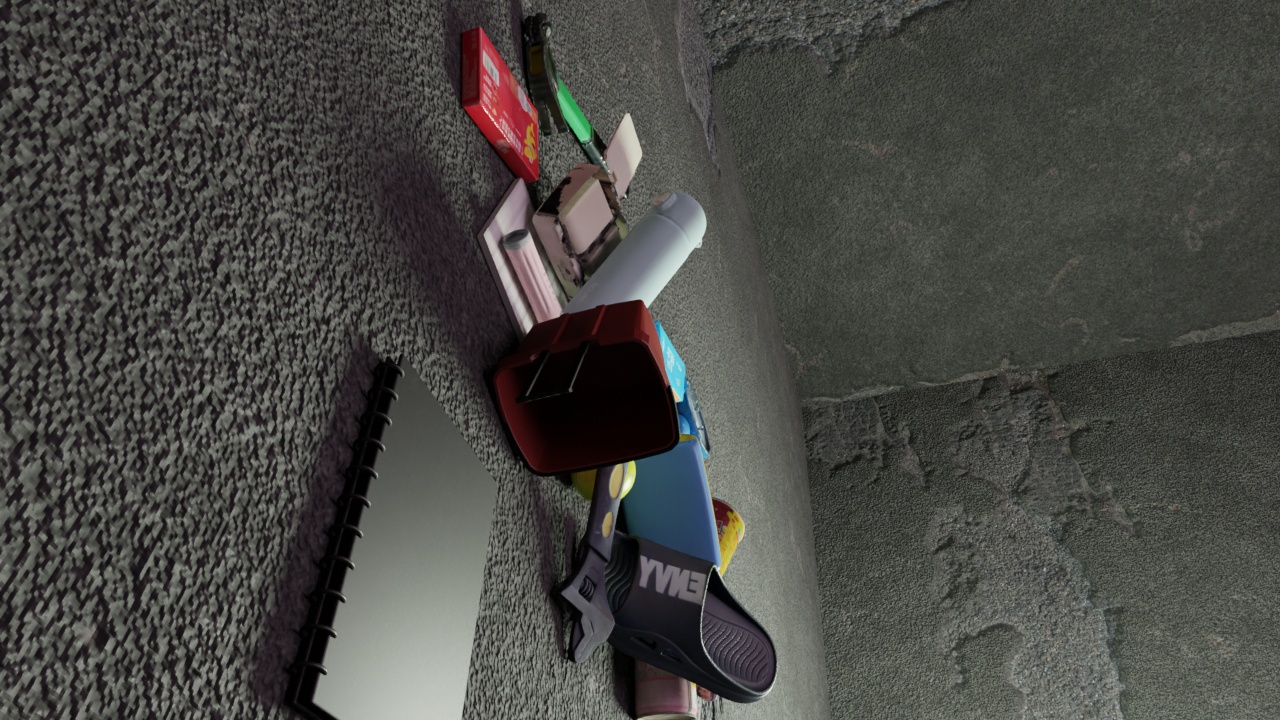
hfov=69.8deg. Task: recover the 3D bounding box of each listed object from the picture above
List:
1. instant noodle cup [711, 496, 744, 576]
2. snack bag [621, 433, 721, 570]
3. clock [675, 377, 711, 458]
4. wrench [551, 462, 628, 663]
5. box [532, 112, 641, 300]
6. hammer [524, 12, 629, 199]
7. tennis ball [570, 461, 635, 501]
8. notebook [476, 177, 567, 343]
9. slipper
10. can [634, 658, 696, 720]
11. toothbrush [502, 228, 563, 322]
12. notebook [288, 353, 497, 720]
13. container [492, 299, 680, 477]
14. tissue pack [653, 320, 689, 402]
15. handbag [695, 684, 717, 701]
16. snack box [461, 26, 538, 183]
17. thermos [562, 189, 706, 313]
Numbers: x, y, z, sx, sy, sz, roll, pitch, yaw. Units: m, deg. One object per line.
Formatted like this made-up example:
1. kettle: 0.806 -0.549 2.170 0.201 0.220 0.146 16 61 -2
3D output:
1. instant noodle cup: 0.085 0.258 1.258 0.112 0.100 0.100 -62 140 -55
2. snack bag: 0.032 0.168 1.114 0.205 0.102 0.159 -59 138 -88
3. clock: 0.051 0.079 1.284 0.161 0.060 0.116 54 21 -57
4. wrench: -0.034 0.142 0.860 0.073 0.022 0.273 26 68 -41
5. box: -0.061 -0.158 0.988 0.145 0.101 0.186 69 35 -47
6. hammer: -0.070 -0.285 1.154 0.319 0.032 0.130 45 36 -67
7. tennis ball: -0.038 0.111 0.920 0.065 0.065 0.065 -10 89 -76
8. notebook: -0.102 -0.059 0.908 0.142 0.009 0.210 -77 153 -57
9. slipper: 0.051 0.256 0.914 0.268 0.084 0.110 37 49 -19
10. can: 0.027 0.351 0.997 0.067 0.067 0.076 58 26 -56
11. toothbrush: -0.081 -0.029 0.891 0.027 0.027 0.223 -64 143 -43
12. notebook: -0.144 0.131 0.584 0.169 0.019 0.230 66 19 -46
13. container: -0.046 0.033 0.772 0.200 0.148 0.127 -81 156 -62
14. tissue pack: -0.006 0.006 1.069 0.144 0.093 0.061 58 33 -55
15. handbag: 0.074 0.327 1.058 0.170 0.068 0.144 162 -82 -77
16. snack box: -0.134 -0.244 0.889 0.133 0.021 0.089 51 32 -62
17. thermos: -0.004 -0.093 0.957 0.206 0.065 0.078 -53 130 -27
